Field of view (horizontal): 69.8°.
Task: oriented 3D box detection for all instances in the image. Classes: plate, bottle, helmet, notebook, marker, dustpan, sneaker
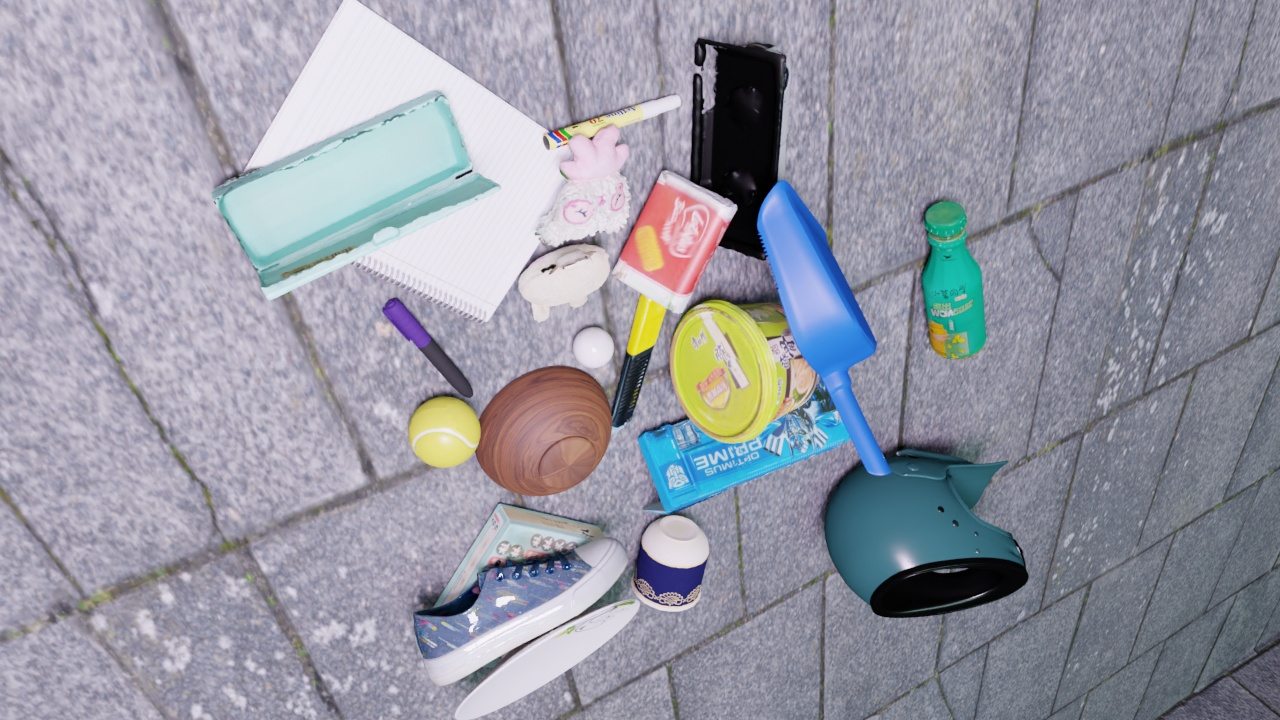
[{"bbox_3d":[-0.105,0.316,1.005,0.229,0.030,0.230,-29,157,-14],"label":"plate"},{"bbox_3d":[0.370,-0.094,1.088,0.068,0.068,0.210,-33,133,-10],"label":"bottle"},{"bbox_3d":[0.377,0.215,1.217,0.274,0.200,0.177,-1,138,-14],"label":"helmet"},{"bbox_3d":[-0.174,-0.144,0.742,0.245,0.013,0.178,26,103,-42],"label":"notebook"},{"bbox_3d":[-0.188,-0.007,0.826,0.018,0.015,0.134,-18,135,15],"label":"marker"},{"bbox_3d":[0.188,-0.018,0.864,0.060,0.257,0.245,-28,167,16],"label":"dustpan"},{"bbox_3d":[-0.023,-0.206,0.790,0.132,0.014,0.014,-24,131,-22],"label":"marker"},{"bbox_3d":[-0.123,0.237,0.939,0.235,0.087,0.079,-29,98,-16],"label":"sneaker"}]

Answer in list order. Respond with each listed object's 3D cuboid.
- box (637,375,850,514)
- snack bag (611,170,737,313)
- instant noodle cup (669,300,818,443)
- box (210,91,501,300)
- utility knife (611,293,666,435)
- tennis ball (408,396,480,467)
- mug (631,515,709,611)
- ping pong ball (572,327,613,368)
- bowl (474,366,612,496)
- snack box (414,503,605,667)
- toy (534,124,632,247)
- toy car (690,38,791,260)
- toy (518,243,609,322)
[{"bbox_3d":[0.111,0.103,1.081,0.243,0.094,0.115,-17,169,-22],"label":"box"},{"bbox_3d":[0.030,-0.110,0.853,0.116,0.077,0.036,-62,166,18],"label":"snack bag"},{"bbox_3d":[0.110,0.005,0.945,0.097,0.146,0.146,-14,128,-37],"label":"instant noodle cup"},{"bbox_3d":[-0.202,-0.117,0.670,0.188,0.093,0.077,-29,131,-16],"label":"box"},{"bbox_3d":[-0.006,0.006,0.949,0.028,0.020,0.173,-1,119,-31],"label":"utility knife"},{"bbox_3d":[-0.181,0.066,0.846,0.065,0.065,0.065,-17,128,-23],"label":"tennis ball"},{"bbox_3d":[0.044,0.231,1.104,0.111,0.086,0.089,-39,144,-57],"label":"mug"},{"bbox_3d":[-0.046,-0.012,0.896,0.040,0.040,0.040,-17,128,-23],"label":"ping pong ball"},{"bbox_3d":[-0.085,0.085,0.919,0.147,0.069,0.147,-17,128,-23],"label":"bowl"},{"bbox_3d":[-0.141,0.256,1.018,0.141,0.044,0.194,22,108,-39],"label":"snack box"},{"bbox_3d":[-0.042,-0.148,0.792,0.095,0.041,0.109,-24,138,-36],"label":"toy"},{"bbox_3d":[0.101,-0.199,0.845,0.071,0.094,0.192,-38,138,-41],"label":"toy car"},{"bbox_3d":[-0.067,-0.076,0.827,0.087,0.050,0.112,-21,156,-18],"label":"toy"}]
